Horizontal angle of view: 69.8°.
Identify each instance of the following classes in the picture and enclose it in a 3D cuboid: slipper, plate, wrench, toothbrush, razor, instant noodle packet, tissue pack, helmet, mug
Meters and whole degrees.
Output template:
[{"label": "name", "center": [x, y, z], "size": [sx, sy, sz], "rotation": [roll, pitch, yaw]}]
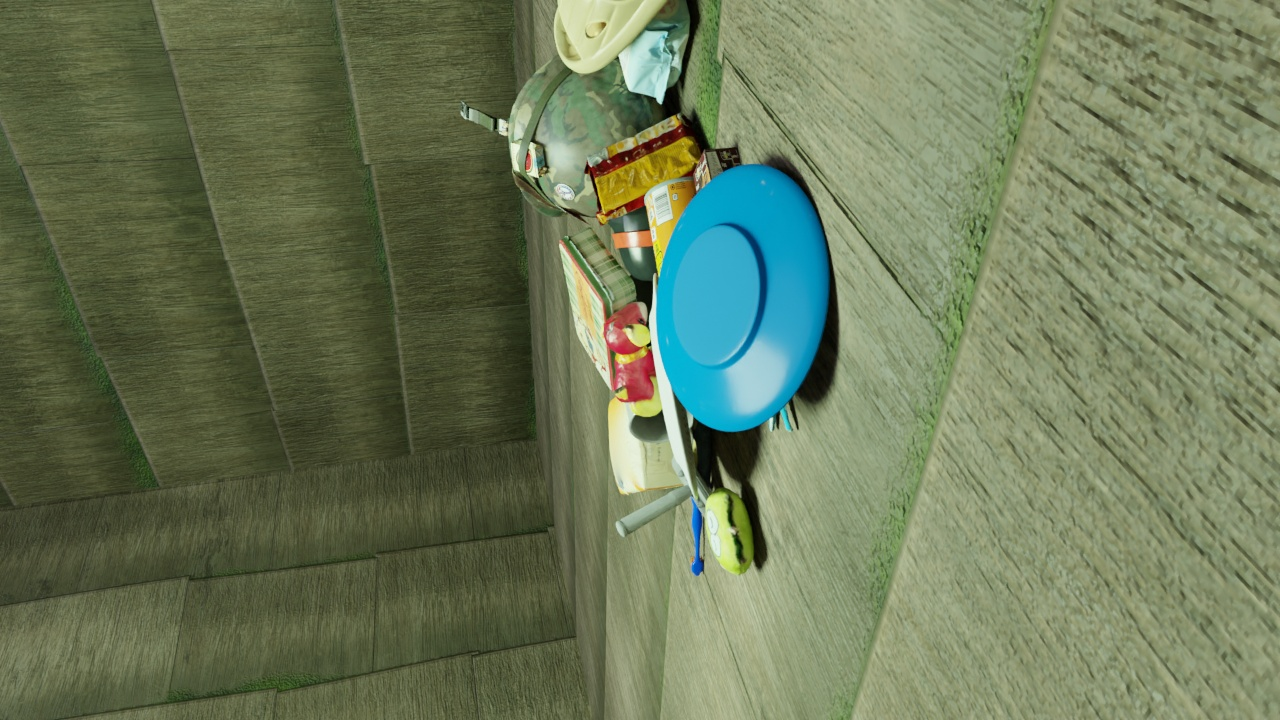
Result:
[{"label": "slipper", "center": [-0.027, -0.379, 0.903], "size": [0.262, 0.079, 0.111], "rotation": [-26, 70, 47]}, {"label": "plate", "center": [0.069, -0.053, 0.769], "size": [0.225, 0.024, 0.224], "rotation": [-9, 80, 56]}, {"label": "wrench", "center": [0.072, 0.037, 1.047], "size": [0.073, 0.022, 0.274], "rotation": [-119, 25, -58]}, {"label": "toothbrush", "center": [0.071, 0.196, 1.160], "size": [0.018, 0.016, 0.183], "rotation": [-107, 14, -64]}, {"label": "plate", "center": [0.032, 0.028, 0.977], "size": [0.242, 0.016, 0.242], "rotation": [-9, -92, -86]}, {"label": "razor", "center": [0.025, 0.167, 1.054], "size": [0.088, 0.116, 0.047], "rotation": [57, 163, 19]}, {"label": "instant noodle packet", "center": [0.004, -0.207, 0.987], "size": [0.040, 0.135, 0.098], "rotation": [55, -165, -46]}, {"label": "tissue pack", "center": [0.009, -0.386, 1.002], "size": [0.112, 0.070, 0.181], "rotation": [112, 147, -68]}, {"label": "helmet", "center": [-0.077, -0.277, 1.127], "size": [0.236, 0.192, 0.225], "rotation": [47, 134, 20]}, {"label": "mug", "center": [0.029, 0.044, 1.149], "size": [0.113, 0.084, 0.070], "rotation": [-50, 37, 34]}]

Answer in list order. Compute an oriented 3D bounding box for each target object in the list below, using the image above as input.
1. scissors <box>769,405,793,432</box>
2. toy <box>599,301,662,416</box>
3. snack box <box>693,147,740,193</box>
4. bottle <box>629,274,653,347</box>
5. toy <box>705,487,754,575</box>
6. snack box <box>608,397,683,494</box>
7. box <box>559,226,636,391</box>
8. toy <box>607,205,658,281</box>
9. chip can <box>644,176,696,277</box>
[{"label": "scissors", "center": [0.119, -0.002, 0.814], "size": [0.134, 0.012, 0.134], "rotation": [104, 159, -58]}, {"label": "toy", "center": [-0.006, 0.006, 1.056], "size": [0.105, 0.067, 0.137], "rotation": [-60, -41, -45]}, {"label": "snack box", "center": [0.083, -0.126, 0.870], "size": [0.051, 0.031, 0.140], "rotation": [120, 142, -72]}, {"label": "bottle", "center": [-0.001, -0.052, 1.236], "size": [0.207, 0.071, 0.071], "rotation": [113, 149, -68]}, {"label": "toy", "center": [0.093, 0.182, 0.972], "size": [0.115, 0.046, 0.092], "rotation": [95, 163, -76]}, {"label": "snack box", "center": [0.001, 0.114, 1.298], "size": [0.195, 0.080, 0.145], "rotation": [135, 128, -76]}, {"label": "box", "center": [-0.048, -0.060, 1.139], "size": [0.117, 0.050, 0.206], "rotation": [53, 162, 28]}, {"label": "toy", "center": [0.017, -0.135, 1.036], "size": [0.100, 0.097, 0.119], "rotation": [10, 106, 62]}, {"label": "chip can", "center": [0.058, -0.070, 0.918], "size": [0.075, 0.075, 0.215], "rotation": [119, 144, -72]}]
